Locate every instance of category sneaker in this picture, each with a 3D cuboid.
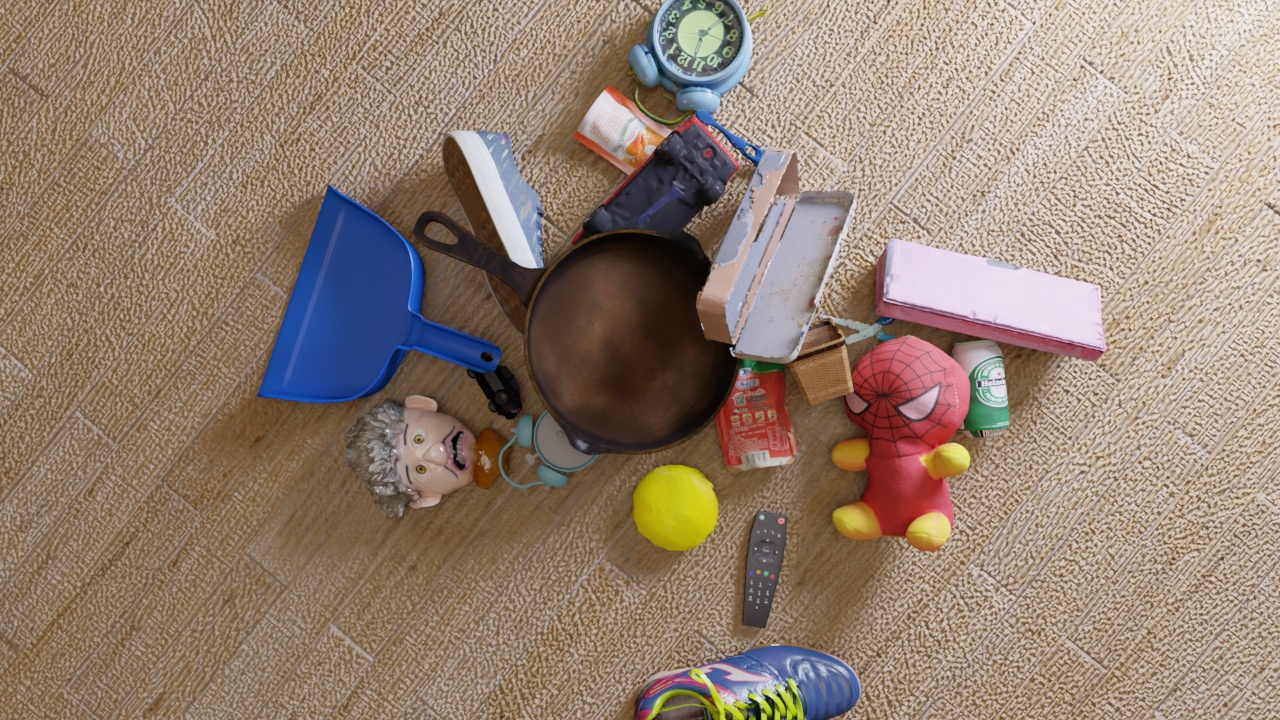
[{"bbox_3d":[0.114,0.364,0.955,0.242,0.091,0.116,-9,86,1],"label":"sneaker"},{"bbox_3d":[-0.133,-0.141,0.983,0.079,0.088,0.235,-23,93,-30],"label":"sneaker"}]

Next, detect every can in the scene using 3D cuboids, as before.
[{"bbox_3d":[0.358,0.030,0.970,0.053,0.053,0.101,-6,89,2],"label":"can"}]

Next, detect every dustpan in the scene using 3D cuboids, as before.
[{"bbox_3d":[-0.268,-0.040,0.983,0.258,0.059,0.245,18,90,6],"label":"dustpan"}]

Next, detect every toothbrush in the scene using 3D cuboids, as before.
[{"bbox_3d":[0.111,-0.230,0.986,0.132,0.016,0.021,29,83,-20],"label":"toothbrush"}]

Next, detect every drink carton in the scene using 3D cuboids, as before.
[{"bbox_3d":[-0.003,-0.237,1.000,0.122,0.039,0.069,35,96,-5],"label":"drink carton"}]

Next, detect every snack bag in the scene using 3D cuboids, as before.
[{"bbox_3d":[0.119,0.040,0.989,0.087,0.044,0.155,-9,84,-3],"label":"snack bag"}]

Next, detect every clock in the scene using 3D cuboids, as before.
[{"bbox_3d":[-0.095,0.092,0.985,0.123,0.042,0.087,-30,91,-7],"label":"clock"},{"bbox_3d":[0.054,-0.327,0.985,0.118,0.060,0.162,30,94,1],"label":"clock"}]

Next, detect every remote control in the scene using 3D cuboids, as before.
[{"bbox_3d":[0.133,0.227,0.997,0.039,0.010,0.124,9,89,2],"label":"remote control"}]

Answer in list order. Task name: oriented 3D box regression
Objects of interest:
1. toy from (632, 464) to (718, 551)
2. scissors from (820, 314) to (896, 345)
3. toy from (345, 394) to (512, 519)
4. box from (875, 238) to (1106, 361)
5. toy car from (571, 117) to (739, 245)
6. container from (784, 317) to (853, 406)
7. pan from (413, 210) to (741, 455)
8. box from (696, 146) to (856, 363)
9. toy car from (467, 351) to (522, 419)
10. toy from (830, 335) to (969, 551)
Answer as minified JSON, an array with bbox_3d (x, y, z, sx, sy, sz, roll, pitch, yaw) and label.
[{"bbox_3d":[0.038,0.158,0.987,0.094,0.041,0.095,-29,89,6],"label":"toy"},{"bbox_3d":[0.258,-0.044,0.998,0.133,0.015,0.103,13,93,6],"label":"scissors"},{"bbox_3d":[-0.226,0.103,0.983,0.176,0.076,0.132,-1,90,-7],"label":"toy"},{"bbox_3d":[0.364,-0.064,0.955,0.233,0.046,0.097,14,50,2],"label":"box"},{"bbox_3d":[0.015,-0.167,0.979,0.189,0.056,0.081,-44,105,9],"label":"toy car"},{"bbox_3d":[0.183,0.001,0.952,0.063,0.113,0.061,-19,101,8],"label":"container"},{"bbox_3d":[-0.065,-0.049,0.929,0.356,0.043,0.248,29,81,-13],"label":"pan"},{"bbox_3d":[0.129,-0.113,0.925,0.108,0.095,0.215,45,59,-36],"label":"box"},{"bbox_3d":[-0.158,0.021,0.997,0.036,0.042,0.091,-31,87,-24],"label":"toy car"},{"bbox_3d":[0.272,0.083,0.949,0.148,0.098,0.216,5,88,34],"label":"toy"}]
